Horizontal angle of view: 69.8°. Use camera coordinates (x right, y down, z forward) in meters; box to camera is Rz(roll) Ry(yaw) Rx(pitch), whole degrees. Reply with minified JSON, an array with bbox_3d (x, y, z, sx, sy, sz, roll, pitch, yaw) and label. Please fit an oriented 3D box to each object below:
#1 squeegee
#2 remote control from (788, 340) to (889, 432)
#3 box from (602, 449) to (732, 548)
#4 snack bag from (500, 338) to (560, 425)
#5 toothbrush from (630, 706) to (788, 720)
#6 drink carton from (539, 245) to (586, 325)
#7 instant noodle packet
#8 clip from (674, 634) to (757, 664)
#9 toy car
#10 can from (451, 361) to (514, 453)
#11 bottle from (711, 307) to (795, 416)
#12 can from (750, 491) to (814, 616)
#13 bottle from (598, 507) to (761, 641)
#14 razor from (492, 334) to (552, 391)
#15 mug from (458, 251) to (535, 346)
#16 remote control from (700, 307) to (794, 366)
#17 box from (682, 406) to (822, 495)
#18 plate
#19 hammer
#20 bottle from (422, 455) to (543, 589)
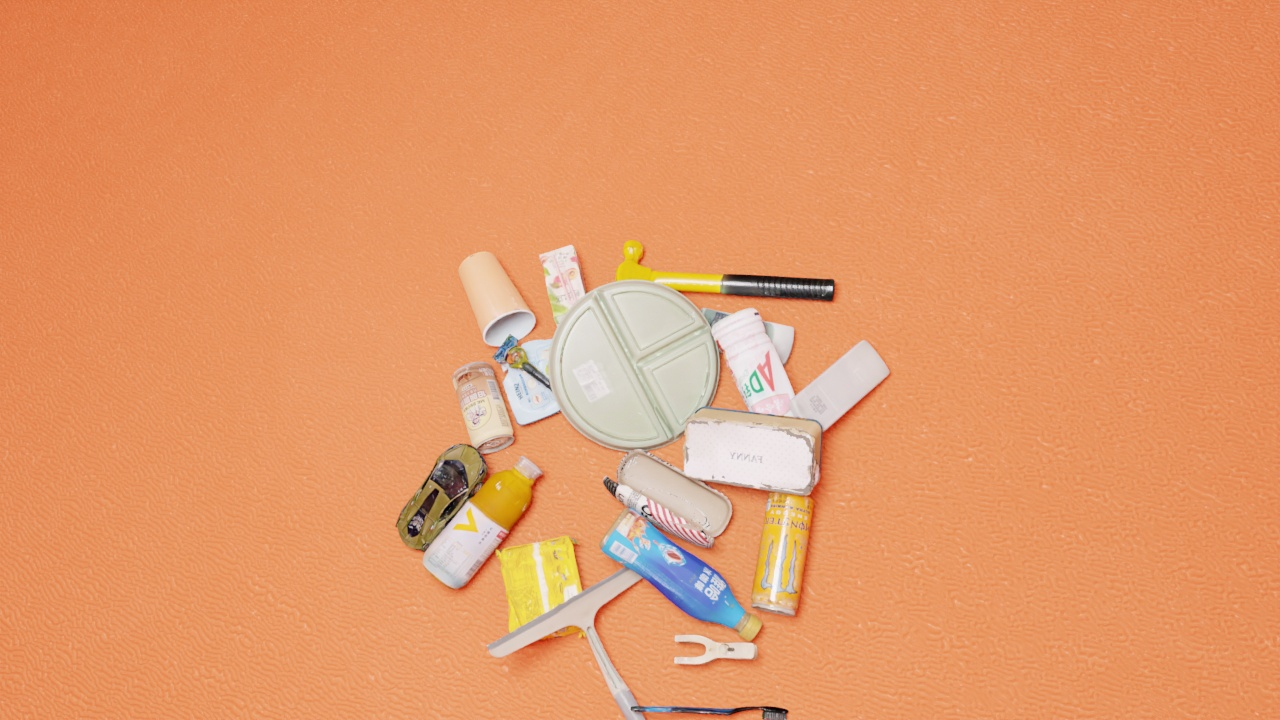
[{"bbox_3d":[-0.024,0.395,1.112,0.245,0.039,0.246,-25,79,-27],"label":"squeegee"},{"bbox_3d":[0.256,0.036,1.182,0.149,0.021,0.058,-36,88,-23],"label":"remote control"},{"bbox_3d":[0.036,0.172,1.168,0.162,0.076,0.086,25,68,17],"label":"box"},{"bbox_3d":[-0.099,0.007,1.263,0.191,0.039,0.110,-23,82,2],"label":"snack bag"},{"bbox_3d":[0.082,0.418,1.088,0.189,0.014,0.016,2,83,-4],"label":"toothbrush"},{"bbox_3d":[-0.104,-0.102,1.281,0.053,0.045,0.122,-18,52,2],"label":"drink carton"},{"bbox_3d":[-0.123,0.294,1.165,0.111,0.044,0.128,-12,72,2],"label":"instant noodle packet"},{"bbox_3d":[0.091,0.352,1.115,0.100,0.072,0.034,-5,69,13],"label":"clip"},{"bbox_3d":[-0.264,0.180,1.214,0.070,0.042,0.158,36,95,18],"label":"toy car"},{"bbox_3d":[-0.214,0.064,1.251,0.058,0.058,0.116,-22,70,1],"label":"can"},{"bbox_3d":[0.161,0.032,1.191,0.068,0.068,0.197,-24,82,0],"label":"bottle"},{"bbox_3d":[0.175,0.236,1.131,0.058,0.058,0.145,9,72,11],"label":"can"},{"bbox_3d":[0.053,0.267,1.126,0.218,0.065,0.065,35,79,3],"label":"bottle"},{"bbox_3d":[-0.138,0.021,1.238,0.143,0.022,0.042,38,90,13],"label":"razor"},{"bbox_3d":[-0.208,-0.090,1.299,0.078,0.078,0.122,-29,64,-2],"label":"mug"},{"bbox_3d":[0.140,-0.032,1.251,0.135,0.019,0.056,14,73,13],"label":"remote control"},{"bbox_3d":[0.134,0.112,1.150,0.184,0.062,0.090,8,104,24],"label":"box"},{"bbox_3d":[-0.007,0.007,1.211,0.230,0.027,0.230,0,90,-4],"label":"plate"},{"bbox_3d":[0.113,-0.104,1.264,0.301,0.033,0.128,3,56,6],"label":"hammer"},{"bbox_3d":[-0.201,0.207,1.193,0.068,0.068,0.189,36,80,18],"label":"bottle"}]
